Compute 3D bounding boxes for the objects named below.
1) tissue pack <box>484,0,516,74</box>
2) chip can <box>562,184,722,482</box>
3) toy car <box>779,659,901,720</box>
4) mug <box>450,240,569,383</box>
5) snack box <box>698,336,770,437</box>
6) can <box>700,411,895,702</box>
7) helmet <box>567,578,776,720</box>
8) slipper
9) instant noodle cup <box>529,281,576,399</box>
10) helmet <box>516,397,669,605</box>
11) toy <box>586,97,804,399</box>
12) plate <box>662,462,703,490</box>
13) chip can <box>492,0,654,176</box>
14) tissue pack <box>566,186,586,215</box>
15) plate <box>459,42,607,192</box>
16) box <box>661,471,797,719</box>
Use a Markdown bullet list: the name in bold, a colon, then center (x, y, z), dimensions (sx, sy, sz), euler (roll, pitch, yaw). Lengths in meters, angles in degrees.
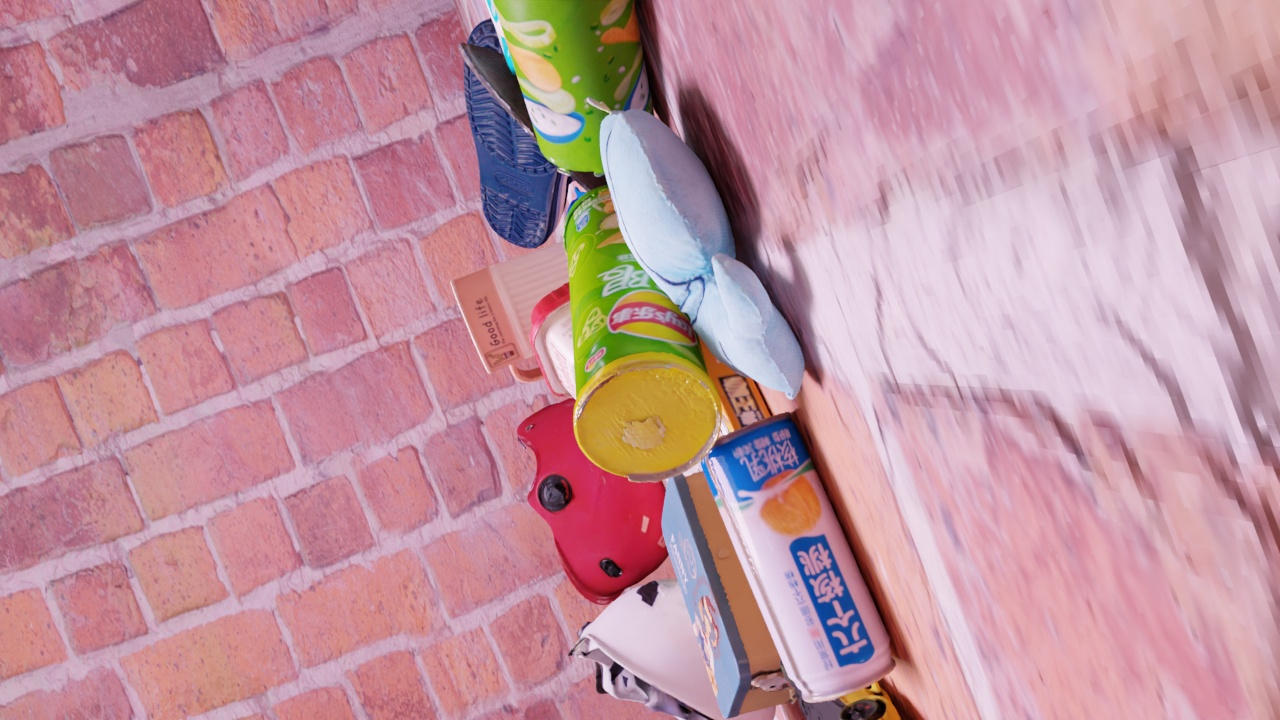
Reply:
- **tissue pack**: center (-0.068, -0.235, 0.548), dimensions (0.134, 0.050, 0.093), euler (150, 99, -76)
- **chip can**: center (-0.006, -0.029, 0.521), dimensions (0.221, 0.072, 0.073), euler (-100, -7, -56)
- **toy car**: center (0.122, 0.206, 0.508), dimensions (0.156, 0.041, 0.071), euler (174, 75, -80)
- **mug**: center (-0.089, -0.035, 0.773), dimensions (0.081, 0.106, 0.115), euler (-121, 11, -53)
- **snack box**: center (0.064, 0.047, 0.554), dimensions (0.075, 0.026, 0.153), euler (80, 167, -65)
- **can**: center (0.077, 0.097, 0.460), dimensions (0.053, 0.053, 0.134), euler (93, 155, -78)
- **helmet**: center (0.055, 0.321, 0.989), dimensions (0.229, 0.145, 0.259), euler (25, 153, 25)
- **slipper**: center (-0.104, -0.219, 0.896), dimensions (0.253, 0.105, 0.095), euler (96, -162, -49)
- **instant noodle cup**: center (-0.004, 0.004, 0.672), dimensions (0.124, 0.116, 0.116), euler (52, 167, 31)
- **helmet**: center (-0.020, 0.137, 1.030), dimensions (0.206, 0.144, 0.239), euler (28, -139, -53)
- **toy**: center (0.021, -0.058, 0.433), dimensions (0.156, 0.050, 0.161), euler (62, 178, -13)
- **plate**: center (0.059, 0.140, 0.895), dimensions (0.205, 0.045, 0.205), euler (158, 91, -85)
- **chip can**: center (-0.040, -0.189, 0.421), dimensions (0.236, 0.072, 0.072), euler (75, 172, -58)
- **tissue pack**: center (-0.019, -0.074, 0.787), dimensions (0.095, 0.052, 0.157), euler (-133, 22, -72)
- **plate**: center (-0.056, -0.168, 0.662), dimensions (0.179, 0.024, 0.179), euler (45, -169, -12)
- **box**: center (0.065, 0.161, 0.677), dimensions (0.090, 0.062, 0.184), euler (95, 159, -46)
